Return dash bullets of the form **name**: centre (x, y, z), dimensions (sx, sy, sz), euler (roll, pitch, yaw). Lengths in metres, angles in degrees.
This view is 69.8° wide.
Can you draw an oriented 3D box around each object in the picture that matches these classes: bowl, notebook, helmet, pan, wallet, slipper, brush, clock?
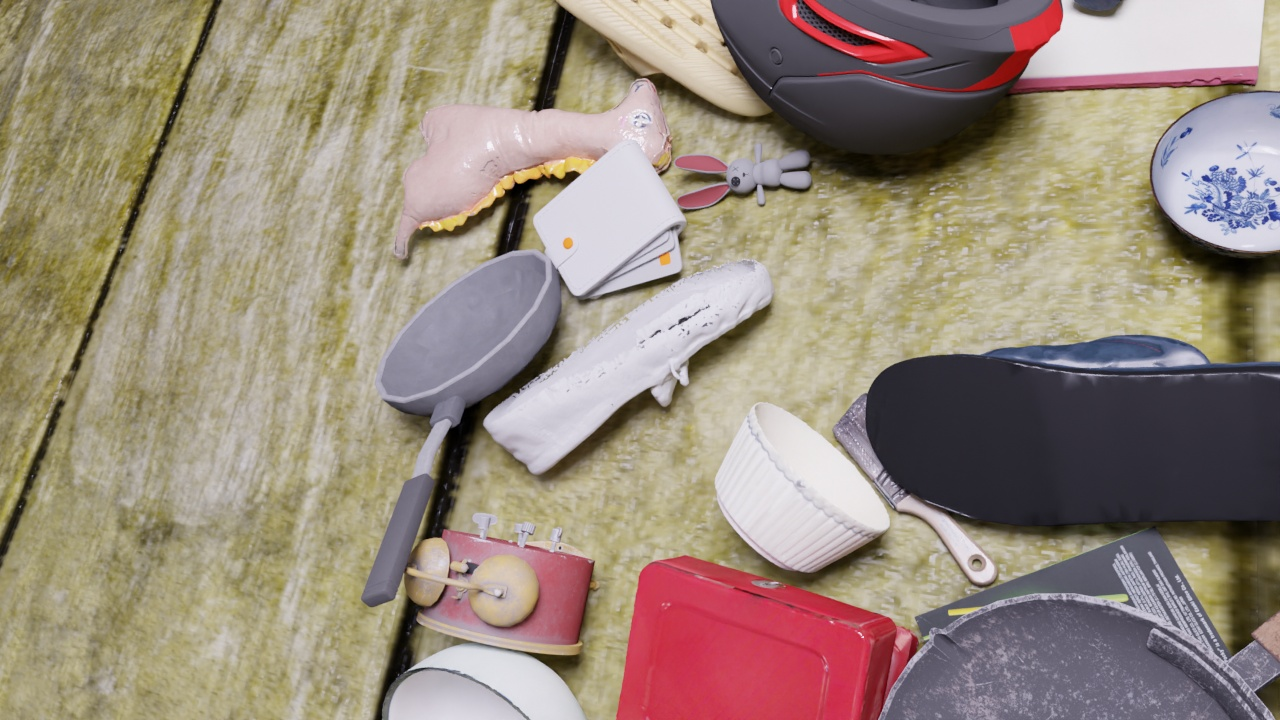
- **bowl**: centre (0.383, -0.108, 0.576), dimensions (0.114, 0.045, 0.114), euler (-10, 65, 22)
- **notebook**: centre (0.340, -0.267, 0.683), dimensions (0.209, 0.012, 0.153), euler (7, 74, 29)
- **helmet**: centre (0.161, -0.241, 0.666), dimensions (0.164, 0.170, 0.264), euler (-36, 65, -19)
- **pan**: centre (-0.144, 0.037, 0.695), dimensions (0.179, 0.041, 0.356), euler (-23, 33, 22)
- **wallet**: centre (-0.021, -0.102, 0.764), dimensions (0.119, 0.037, 0.115), euler (-36, 72, 22)
- **pan**: centre (0.265, 0.166, 0.434), dimensions (0.357, 0.040, 0.207), euler (-44, 43, 13)
- **slipper**: centre (-0.004, 0.004, 0.704), dimensions (0.247, 0.074, 0.112), euler (-35, 28, 7)
- **slipper**: centre (0.275, 0.038, 0.556), dimensions (0.266, 0.083, 0.109), euler (-2, 105, 33)
- **brush**: centre (0.183, 0.086, 0.613), dimensions (0.039, 0.012, 0.151), euler (-40, 59, 6)
- **slipper**: centre (0.031, -0.298, 0.813), dimensions (0.261, 0.079, 0.111), euler (39, 87, 14)
- **bowl**: centre (-0.094, 0.254, 0.623), dimensions (0.153, 0.072, 0.153), euler (11, 116, 25)
- **clock**: centre (-0.098, 0.150, 0.638), dimensions (0.117, 0.158, 0.081), euler (6, 78, 28)
- **bowl**: centre (0.098, 0.089, 0.602), dimensions (0.063, 0.115, 0.115), euler (-50, 56, 17)

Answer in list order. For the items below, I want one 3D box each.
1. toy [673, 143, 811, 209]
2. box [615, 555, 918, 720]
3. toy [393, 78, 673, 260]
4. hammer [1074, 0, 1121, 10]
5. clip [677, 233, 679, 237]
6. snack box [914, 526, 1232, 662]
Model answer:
- **toy**: centre (0.084, -0.151, 0.749), dimensions (0.112, 0.030, 0.049), euler (-2, 97, 23)
- **box**: centre (0.073, 0.200, 0.565), dimensions (0.158, 0.112, 0.134), euler (10, 79, 29)
- **toy**: centre (-0.101, -0.169, 0.838), dimensions (0.265, 0.065, 0.196), euler (11, 86, 22)
- **hammer**: centre (0.257, -0.370, 0.744), dimensions (0.322, 0.040, 0.129), euler (28, 79, 34)
- **clip**: centre (0.012, -0.099, 0.774), dimensions (0.042, 0.014, 0.052), euler (8, 76, 31)
- **snack box**: centre (0.249, 0.165, 0.540), dimensions (0.148, 0.025, 0.080), euler (-26, 60, 14)
